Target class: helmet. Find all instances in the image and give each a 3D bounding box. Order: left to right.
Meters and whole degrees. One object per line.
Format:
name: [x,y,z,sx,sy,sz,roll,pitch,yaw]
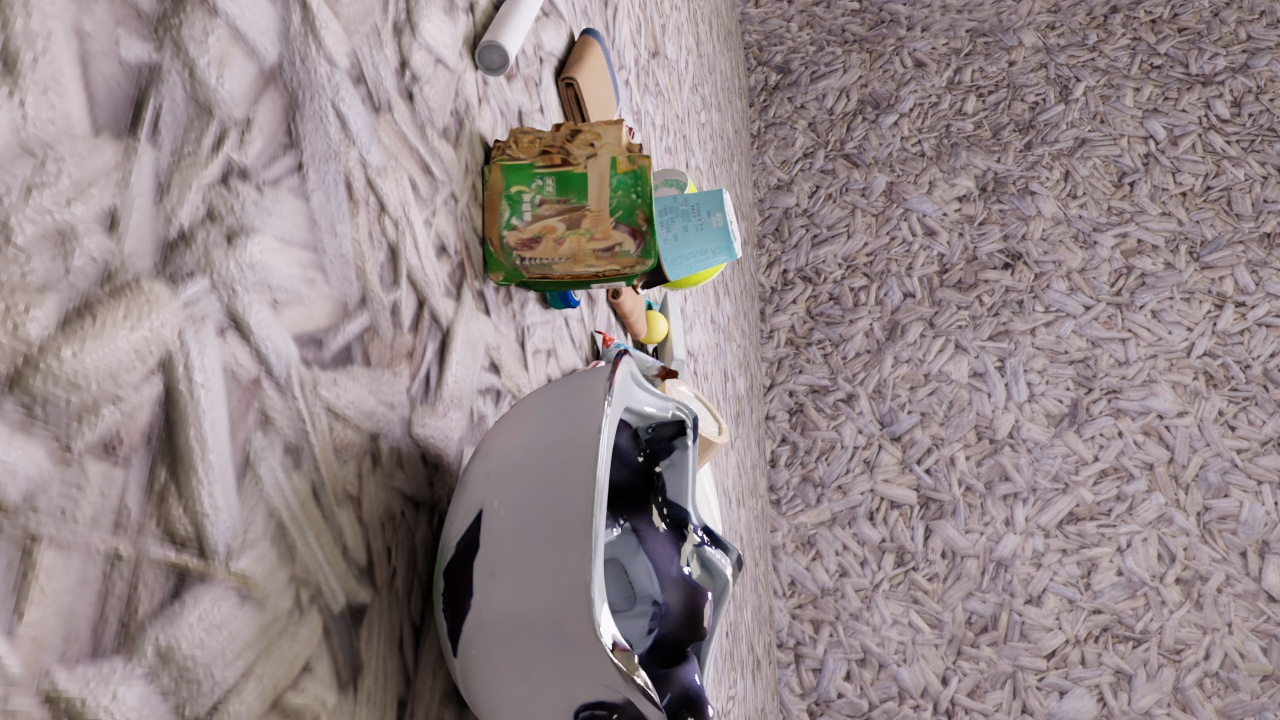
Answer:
helmet: [-0.037,0.126,0.529,0.228,0.146,0.259,-83,155,-49]

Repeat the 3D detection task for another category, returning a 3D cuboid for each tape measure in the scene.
tape measure: [-0.066,-0.069,0.755,0.054,0.025,0.058,-29,110,-75]

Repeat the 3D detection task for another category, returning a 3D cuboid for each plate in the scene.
plate: [0.056,0.119,1.048,0.266,0.034,0.161,70,10,-46]

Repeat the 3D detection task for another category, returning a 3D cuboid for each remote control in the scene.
remote control: [0.036,-0.023,1.108,0.134,0.019,0.056,-94,-163,-48]

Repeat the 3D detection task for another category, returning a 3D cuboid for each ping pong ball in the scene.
ping pong ball: [0.012,-0.039,1.079,0.040,0.040,0.040,-4,89,-78]

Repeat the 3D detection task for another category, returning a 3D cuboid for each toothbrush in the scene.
toothbrush: [-0.091,-0.280,0.715,0.026,0.027,0.220,39,35,-24]

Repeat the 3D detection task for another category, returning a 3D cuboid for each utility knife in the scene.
utility knife: [0.020,-0.064,1.192,0.185,0.013,0.029,5,83,-78]

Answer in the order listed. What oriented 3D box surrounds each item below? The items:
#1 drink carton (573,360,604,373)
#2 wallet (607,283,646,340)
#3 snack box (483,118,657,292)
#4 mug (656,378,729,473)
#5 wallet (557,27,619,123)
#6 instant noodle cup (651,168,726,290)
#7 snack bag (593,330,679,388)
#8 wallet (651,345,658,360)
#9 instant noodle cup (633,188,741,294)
drink carton: [-0.038,0.029,0.784,0.122,0.053,0.045,-39,123,-77]
wallet: [-0.016,-0.094,1.027,0.101,0.020,0.115,60,25,-62]
snack box: [-0.047,-0.100,0.679,0.106,0.118,0.117,78,10,-78]
mug: [0.008,0.079,0.822,0.084,0.104,0.124,51,22,19]
wallet: [-0.049,-0.262,0.900,0.115,0.033,0.090,-80,158,-48]
instant noodle cup: [0.043,-0.169,1.144,0.123,0.112,0.111,62,25,-45]
snack bag: [-0.005,0.005,0.882,0.026,0.105,0.045,-37,143,-35]
wallet: [0.044,0.037,1.191,0.122,0.020,0.096,49,24,-75]
instant noodle cup: [0.047,-0.138,1.019,0.111,0.120,0.111,-10,89,-78]
